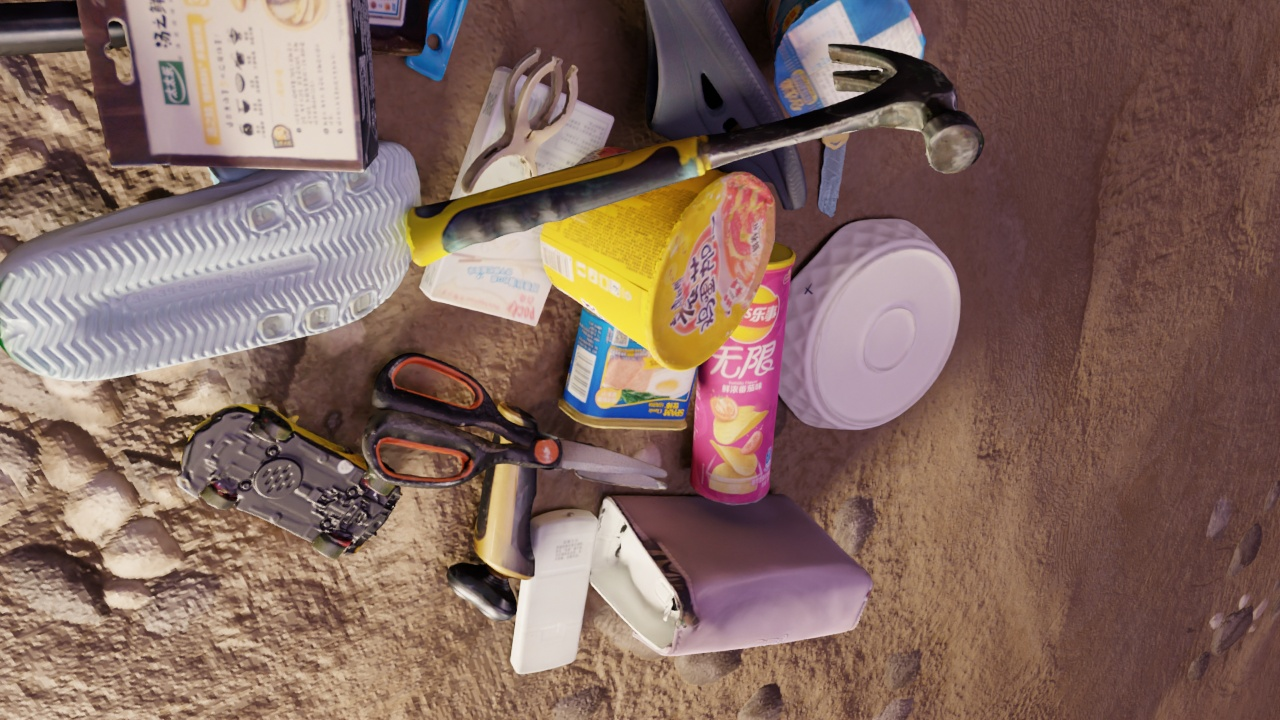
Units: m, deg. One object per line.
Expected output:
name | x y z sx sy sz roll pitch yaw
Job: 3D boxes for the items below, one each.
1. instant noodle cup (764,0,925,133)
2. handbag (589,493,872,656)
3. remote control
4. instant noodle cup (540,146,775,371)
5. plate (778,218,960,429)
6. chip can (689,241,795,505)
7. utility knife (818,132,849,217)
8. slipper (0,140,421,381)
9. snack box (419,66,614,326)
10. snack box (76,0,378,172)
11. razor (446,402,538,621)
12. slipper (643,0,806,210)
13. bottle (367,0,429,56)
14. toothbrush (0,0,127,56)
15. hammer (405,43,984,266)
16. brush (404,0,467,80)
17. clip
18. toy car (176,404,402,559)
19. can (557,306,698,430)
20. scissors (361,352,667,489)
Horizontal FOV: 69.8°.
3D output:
instant noodle cup | 0.131 -0.226 0.634 0.099 0.109 0.099 -3 130 -4
handbag | 0.073 0.182 0.776 0.196 0.145 0.098 4 107 -32
remote control | -0.073 0.193 0.767 0.058 0.021 0.150 -2 113 -31
instant noodle cup | 0.008 -0.076 0.619 0.137 0.110 0.138 -36 141 -37
plate | 0.211 -0.025 0.828 0.204 0.045 0.205 -13 118 -27
chip can | 0.080 0.011 0.747 0.071 0.071 0.211 -12 117 -27
utility knife | 0.160 -0.212 0.723 0.031 0.022 0.211 -8 128 -16
slipper | -0.231 -0.060 0.518 0.244 0.074 0.104 -27 131 -40
snack box | -0.083 -0.107 0.620 0.084 0.027 0.157 15 103 -36
snack box | -0.203 -0.156 0.463 0.125 0.053 0.113 2 115 -3
razor | -0.107 0.113 0.694 0.067 0.062 0.167 4 103 -22
slipper | 0.028 -0.205 0.611 0.083 0.110 0.268 -26 126 15
bottle | -0.152 -0.267 0.491 0.079 0.044 0.195 -14 116 -43
toothbrush | -0.276 -0.171 0.472 0.212 0.026 0.027 -14 106 -30
hammer | 0.018 -0.116 0.539 0.323 0.126 0.032 -14 131 6
brush | -0.074 -0.286 0.541 0.083 0.046 0.255 21 104 -41
clip | -0.071 -0.143 0.574 0.071 0.034 0.100 17 106 -37
toy car | -0.227 0.077 0.606 0.071 0.041 0.156 -53 132 -1
can | -0.004 0.004 0.702 0.102 0.057 0.083 4 106 -33
scissors | -0.078 0.047 0.654 0.234 0.022 0.141 -6 79 -28
